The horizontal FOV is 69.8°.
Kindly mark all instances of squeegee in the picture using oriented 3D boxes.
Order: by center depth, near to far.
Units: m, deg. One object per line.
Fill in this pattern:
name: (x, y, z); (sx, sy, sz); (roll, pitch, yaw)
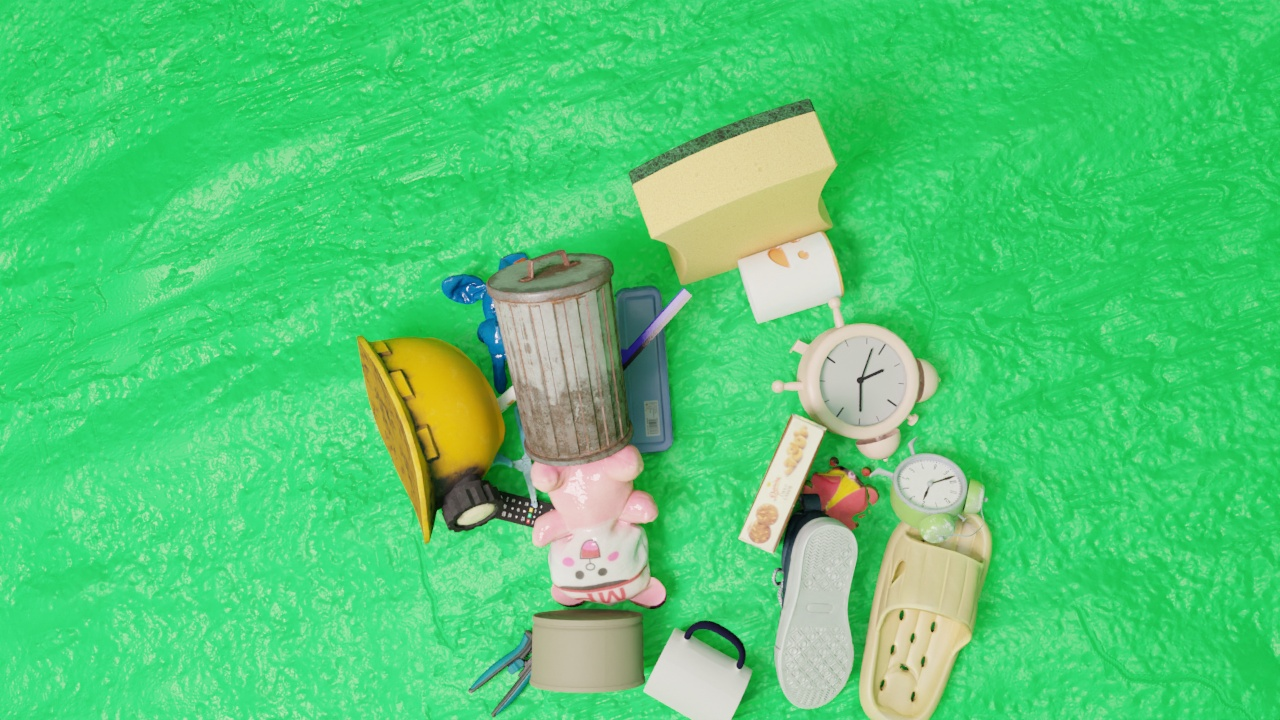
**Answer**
squeegee: (-0.087, -0.050, 1.065); (0.250, 0.055, 0.185); (-48, 72, 19)

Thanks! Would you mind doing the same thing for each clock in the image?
clock: (0.327, 0.150, 1.021); (0.094, 0.043, 0.119); (-34, 51, -18)
clock: (0.250, 0.025, 1.062); (0.160, 0.086, 0.131); (34, 87, 2)

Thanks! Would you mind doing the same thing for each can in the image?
can: (-0.058, 0.320, 1.019); (0.128, 0.128, 0.073); (-1, 80, 7)

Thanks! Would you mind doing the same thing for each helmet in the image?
helmet: (-0.229, 0.070, 1.063); (0.131, 0.206, 0.255); (-19, 62, -21)

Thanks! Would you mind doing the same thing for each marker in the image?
marker: (-0.149, 0.037, 1.092); (0.146, 0.017, 0.017); (-38, 75, 38)

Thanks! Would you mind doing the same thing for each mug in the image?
mug: (0.070, 0.342, 1.018); (0.097, 0.078, 0.112); (27, 107, 11)
mug: (0.176, -0.097, 1.081); (0.105, 0.082, 0.082); (-18, 79, 5)

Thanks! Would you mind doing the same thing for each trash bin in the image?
trash bin: (-0.081, -0.010, 0.968); (0.131, 0.130, 0.211); (-6, 113, 6)

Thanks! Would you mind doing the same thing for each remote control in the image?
remote control: (-0.162, 0.177, 1.113); (0.147, 0.015, 0.033); (12, 83, 9)

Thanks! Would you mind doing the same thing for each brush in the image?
brush: (0.109, -0.176, 1.016); (0.195, 0.250, 0.075); (-21, 79, 7)

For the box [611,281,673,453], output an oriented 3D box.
box: (-0.007, 0.006, 1.091); (0.073, 0.079, 0.210); (-6, 80, 9)

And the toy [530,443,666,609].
toy: (-0.048, 0.191, 1.033); (0.142, 0.084, 0.213); (-8, 111, 3)

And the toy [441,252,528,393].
toy: (-0.180, -0.049, 1.128); (0.112, 0.071, 0.176); (-10, 79, -6)

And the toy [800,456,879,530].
toy: (0.224, 0.164, 1.053); (0.084, 0.046, 0.103); (18, 88, -3)

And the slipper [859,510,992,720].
slipper: (0.309, 0.280, 1.006); (0.111, 0.079, 0.261); (18, 84, 13)

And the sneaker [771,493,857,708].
sneaker: (0.187, 0.268, 1.021); (0.089, 0.087, 0.236); (2, 103, -12)

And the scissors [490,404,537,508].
scissors: (-0.143, 0.109, 1.120); (0.138, 0.015, 0.119); (26, 80, 14)

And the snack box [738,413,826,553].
snack box: (0.156, 0.137, 1.012); (0.041, 0.147, 0.143); (23, 85, 11)

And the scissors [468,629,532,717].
scissors: (-0.141, 0.352, 1.078); (0.149, 0.019, 0.131); (1, 85, -2)
